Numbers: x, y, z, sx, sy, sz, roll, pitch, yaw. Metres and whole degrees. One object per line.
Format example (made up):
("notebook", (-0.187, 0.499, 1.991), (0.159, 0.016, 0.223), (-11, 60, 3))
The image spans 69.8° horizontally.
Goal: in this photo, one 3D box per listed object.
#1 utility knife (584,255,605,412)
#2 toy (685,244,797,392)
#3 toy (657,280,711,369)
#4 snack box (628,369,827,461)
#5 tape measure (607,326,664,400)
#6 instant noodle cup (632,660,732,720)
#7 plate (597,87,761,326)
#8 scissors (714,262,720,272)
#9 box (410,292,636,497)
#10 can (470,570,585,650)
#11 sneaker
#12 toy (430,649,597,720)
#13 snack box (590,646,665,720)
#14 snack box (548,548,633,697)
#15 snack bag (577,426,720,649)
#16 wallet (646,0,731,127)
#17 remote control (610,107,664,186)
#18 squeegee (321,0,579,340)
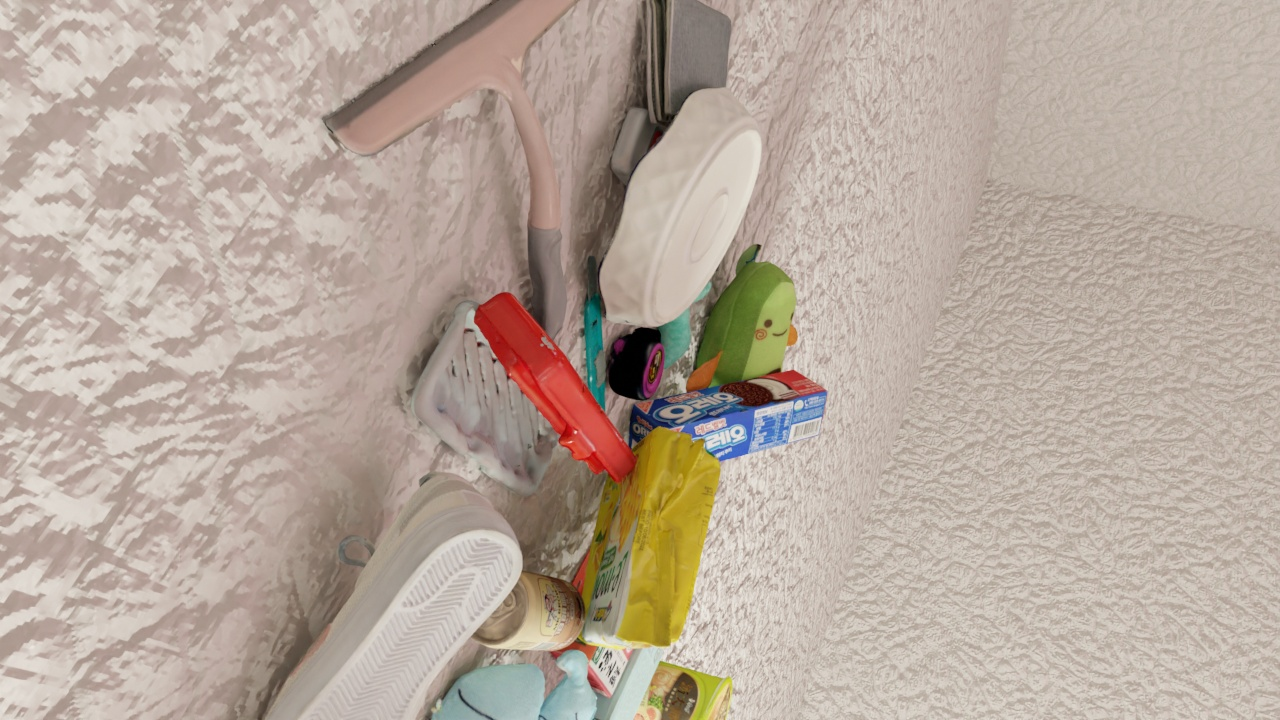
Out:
("utility knife", (-0.037, -0.004, 0.751), (0.029, 0.013, 0.187), (-57, 153, -49))
("toy", (0.110, 0.003, 0.992), (0.226, 0.090, 0.247), (-28, 135, -52))
("toy", (0.037, -0.040, 0.871), (0.096, 0.030, 0.092), (-34, 138, -44))
("snack box", (0.088, 0.060, 0.906), (0.207, 0.058, 0.057), (-11, 120, -30))
("tape measure", (-0.005, 0.005, 0.799), (0.057, 0.039, 0.057), (-54, 151, -49))
("instant noodle cup", (0.025, 0.384, 1.020), (0.111, 0.123, 0.112), (-48, 146, -49))
("plate", (0.038, -0.115, 0.740), (0.204, 0.045, 0.205), (-54, 162, -27))
("scissors", (0.069, -0.151, 0.894), (0.162, 0.012, 0.163), (-66, 156, -16))
("box", (-0.082, 0.041, 0.621), (0.098, 0.095, 0.201), (-39, 152, -5))
("can", (-0.088, 0.193, 0.710), (0.058, 0.058, 0.116), (-69, 157, -11))
("sneaker", (-0.161, 0.169, 0.521), (0.089, 0.091, 0.242), (30, 96, -37))
("toy", (-0.103, 0.285, 0.718), (0.161, 0.050, 0.156), (-52, 125, -25))
("snack box", (-0.011, 0.307, 0.974), (0.174, 0.052, 0.074), (-61, 153, -29))
("snack box", (-0.035, 0.250, 0.889), (0.113, 0.044, 0.127), (-61, 154, -27))
("snack bag", (0.005, 0.153, 0.741), (0.247, 0.068, 0.157), (123, -21, -70))
("wallet", (0.035, -0.232, 0.731), (0.129, 0.037, 0.106), (-21, 116, -64))
("remote control", (0.013, -0.155, 0.753), (0.056, 0.020, 0.136), (-70, 157, -5))
("squeegee", (-0.068, -0.097, 0.585), (0.246, 0.040, 0.250), (-55, 152, -38))
